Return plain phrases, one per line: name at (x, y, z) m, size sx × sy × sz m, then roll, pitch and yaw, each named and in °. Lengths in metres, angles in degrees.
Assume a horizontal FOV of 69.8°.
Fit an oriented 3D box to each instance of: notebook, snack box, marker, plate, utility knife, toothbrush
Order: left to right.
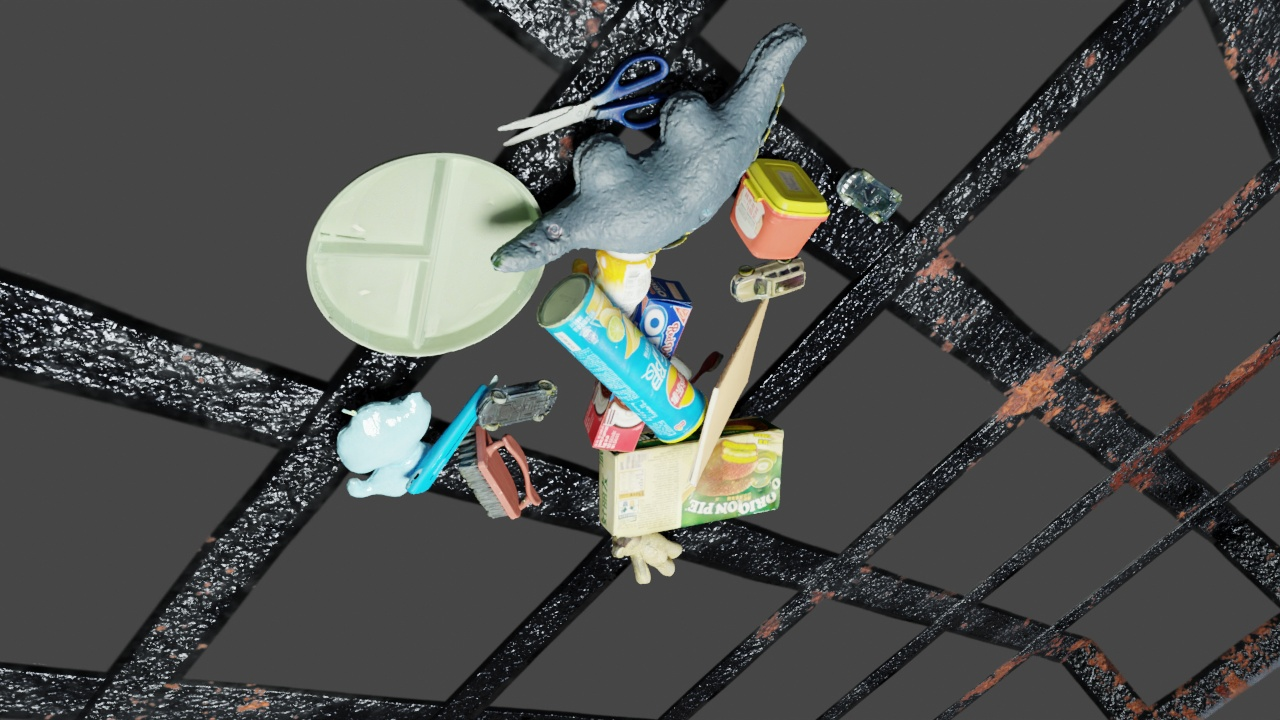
plate at (-0.202, -0.100, 0.883) m, size 0.230 × 0.027 × 0.231 m, roll -15°, pitch 136°, yaw -16°
utility knife at (-0.208, 0.082, 1.030) m, size 0.161 × 0.018 × 0.034 m, roll -54°, pitch 161°, yaw 0°
marker at (-0.058, -0.063, 1.006) m, size 0.018 × 0.015 × 0.124 m, roll -20°, pitch 139°, yaw -9°
snack box at (-0.006, 0.006, 1.051) m, size 0.057 × 0.058 × 0.208 m, roll 10°, pitch 119°, yaw -22°
toothbrush at (0.044, 0.058, 1.175) m, size 0.017 × 0.016 × 0.188 m, roll 14°, pitch 122°, yaw -49°
snack box at (0.065, 0.146, 1.170) m, size 0.239 × 0.063 × 0.114 m, roll -7°, pitch 107°, yaw -24°
notebook at (0.106, 0.028, 1.075) m, size 0.012 × 0.210 × 0.150 m, roll 20°, pitch 130°, yaw 12°
snack box at (0.141, -0.159, 0.972) m, size 0.082 × 0.091 × 0.080 m, roll -1°, pitch 137°, yaw -28°

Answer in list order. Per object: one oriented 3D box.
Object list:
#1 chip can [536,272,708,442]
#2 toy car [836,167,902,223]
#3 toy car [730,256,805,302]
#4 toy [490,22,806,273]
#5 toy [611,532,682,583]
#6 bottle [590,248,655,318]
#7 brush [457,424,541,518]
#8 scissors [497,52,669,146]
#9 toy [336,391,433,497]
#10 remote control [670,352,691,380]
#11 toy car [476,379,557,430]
chip can at (-0.015, 0.000, 0.965) m, size 0.071 × 0.071 × 0.210 m, roll -39°, pitch 123°, yaw 9°
toy car at (0.259, -0.190, 1.045) m, size 0.090 × 0.034 × 0.043 m, roll 19°, pitch 121°, yaw -37°
toy car at (0.149, -0.094, 1.076) m, size 0.090 × 0.035 × 0.042 m, roll -16°, pitch 133°, yaw -11°
toy at (0.018, -0.175, 0.882) m, size 0.356 × 0.091 × 0.138 m, roll -35°, pitch 143°, yaw 2°
toy at (0.012, 0.270, 1.328) m, size 0.157 × 0.066 × 0.105 m, roll 39°, pitch 72°, yaw -50°
bottle at (-0.022, -0.082, 0.971) m, size 0.063 × 0.063 × 0.109 m, roll -8°, pitch 134°, yaw -23°
brush at (-0.166, 0.141, 1.101) m, size 0.069 × 0.063 × 0.146 m, roll -15°, pitch 138°, yaw 2°
scissors at (-0.047, -0.227, 0.861) m, size 0.174 × 0.012 × 0.126 m, roll -39°, pitch 136°, yaw 11°
toy at (-0.279, 0.093, 1.005) m, size 0.161 × 0.049 × 0.156 m, roll -41°, pitch 147°, yaw 12°
remote control at (-0.001, 0.041, 1.128) m, size 0.136 × 0.020 × 0.056 m, roll -38°, pitch 135°, yaw 11°
toy car at (-0.142, 0.048, 1.046) m, size 0.105 × 0.031 × 0.049 m, roll -11°, pitch 133°, yaw -41°
